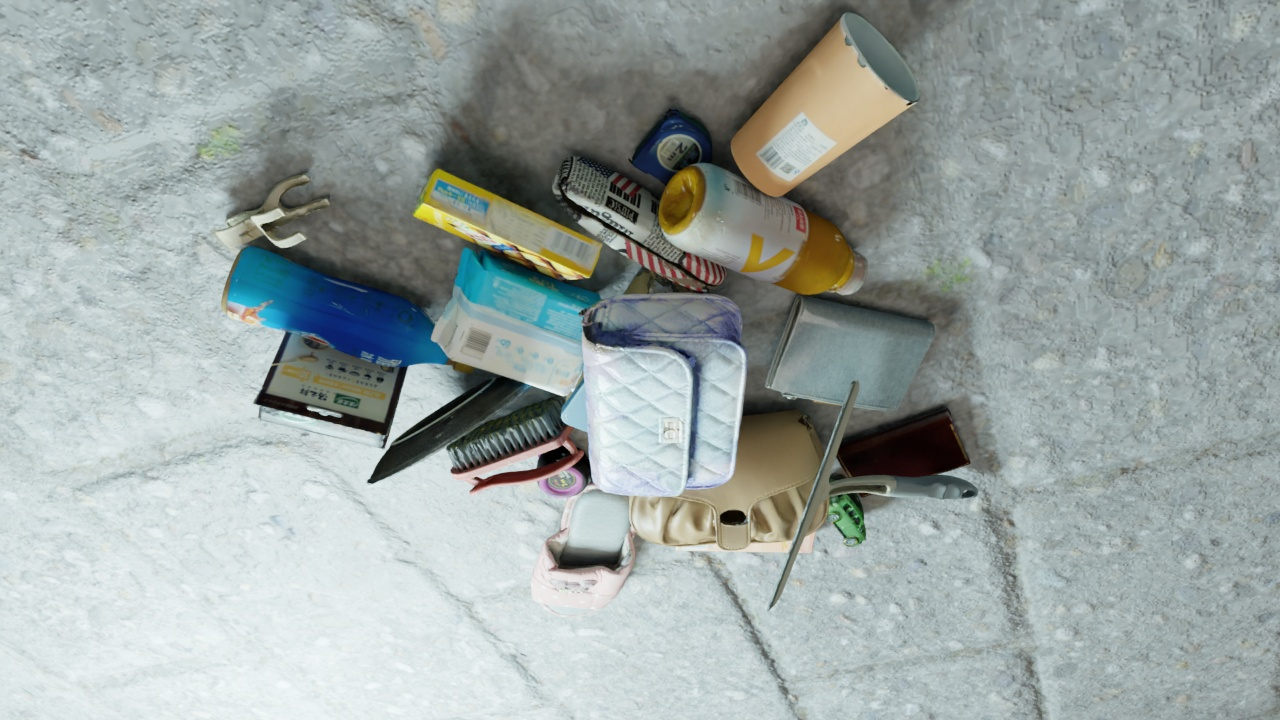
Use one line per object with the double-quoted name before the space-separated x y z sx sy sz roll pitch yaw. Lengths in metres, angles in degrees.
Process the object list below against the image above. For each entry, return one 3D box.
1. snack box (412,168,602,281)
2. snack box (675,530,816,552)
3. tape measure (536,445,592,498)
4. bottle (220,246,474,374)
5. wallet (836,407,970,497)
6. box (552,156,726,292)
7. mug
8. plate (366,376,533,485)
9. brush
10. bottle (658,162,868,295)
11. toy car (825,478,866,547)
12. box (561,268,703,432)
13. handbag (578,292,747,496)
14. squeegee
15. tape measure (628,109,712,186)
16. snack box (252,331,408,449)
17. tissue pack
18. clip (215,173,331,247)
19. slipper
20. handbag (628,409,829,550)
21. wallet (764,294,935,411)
"snack box" -0.107 -0.104 0.730 0.140 0.087 0.033 25 85 -19
"snack box" 0.118 0.180 1.029 0.157 0.026 0.085 1 133 1
"tape measure" -0.081 0.114 0.965 0.058 0.039 0.057 -36 123 24
"bottle" -0.249 -0.035 0.810 0.218 0.065 0.065 19 131 -16
"wallet" 0.272 0.099 0.953 0.122 0.020 0.096 -21 134 19
"box" -0.001 -0.104 0.739 0.164 0.071 0.057 31 106 -21
"mug" 0.127 -0.177 0.661 0.078 0.078 0.123 31 131 -25
"plate" -0.175 0.054 0.836 0.180 0.179 0.024 -27 98 24
"brush" -0.130 0.093 0.925 0.146 0.063 0.069 -21 106 22
"bottle" 0.104 -0.096 0.729 0.189 0.068 0.068 17 133 -32
"toy car" 0.224 0.166 1.000 0.036 0.043 0.091 -21 130 19
"box" -0.005 0.005 0.846 0.089 0.059 0.185 21 129 -16
"handbag" 0.019 0.034 0.782 0.134 0.075 0.194 0 133 2
"squeegee" 0.248 0.129 0.924 0.246 0.039 0.247 3 113 -32
"tape measure" 0.028 -0.163 0.709 0.054 0.025 0.058 26 133 -24
"snack box" -0.274 0.023 0.824 0.113 0.125 0.053 16 134 -13
"tissue pack" -0.102 -0.034 0.798 0.140 0.063 0.090 19 108 -18
"clip" -0.305 -0.109 0.744 0.103 0.092 0.035 -25 129 9
"slipper" -0.062 0.231 1.064 0.114 0.054 0.275 11 132 -9
"handbag" 0.088 0.125 0.925 0.204 0.099 0.148 -4 125 2
"wallet" 0.190 -0.003 0.848 0.129 0.037 0.107 10 123 -10
